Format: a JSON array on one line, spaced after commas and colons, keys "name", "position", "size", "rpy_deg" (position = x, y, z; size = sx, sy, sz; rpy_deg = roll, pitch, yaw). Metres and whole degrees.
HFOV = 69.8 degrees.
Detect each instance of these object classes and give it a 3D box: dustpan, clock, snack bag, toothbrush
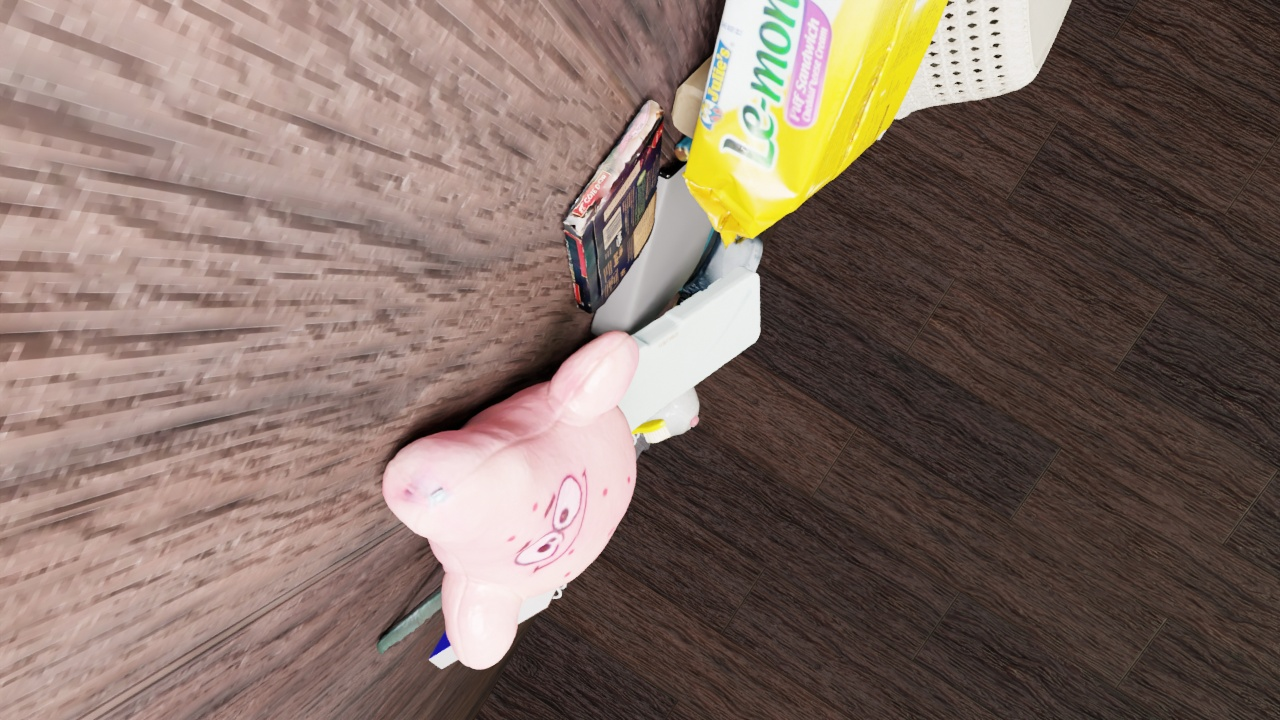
[{"name": "dustpan", "position": [0.010, -0.068, 0.710], "size": [0.162, 0.033, 0.258], "rpy_deg": [-51, 163, -48]}, {"name": "clock", "position": [0.071, -0.086, 0.924], "size": [0.130, 0.052, 0.090], "rpy_deg": [-54, -162, 27]}, {"name": "snack bag", "position": [-0.013, -0.074, 0.497], "size": [0.074, 0.018, 0.155], "rpy_deg": [-57, 175, -11]}, {"name": "snack bag", "position": [0.105, -0.182, 0.445], "size": [0.159, 0.068, 0.248], "rpy_deg": [-44, 159, -39]}, {"name": "toothbrush", "position": [-0.037, 0.067, 0.700], "size": [0.136, 0.016, 0.021], "rpy_deg": [-17, -153, 28]}]

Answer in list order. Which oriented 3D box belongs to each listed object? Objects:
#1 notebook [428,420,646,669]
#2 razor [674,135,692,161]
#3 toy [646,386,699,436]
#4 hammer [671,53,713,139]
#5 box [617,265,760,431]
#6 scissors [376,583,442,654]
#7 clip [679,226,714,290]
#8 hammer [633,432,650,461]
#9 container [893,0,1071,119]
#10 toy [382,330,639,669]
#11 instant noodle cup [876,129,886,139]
[{"name": "notebook", "position": [-0.077, 0.134, 0.736], "size": [0.172, 0.022, 0.208], "rpy_deg": [-40, -165, 41]}, {"name": "razor", "position": [0.063, -0.174, 0.612], "size": [0.143, 0.022, 0.042], "rpy_deg": [-54, 172, -35]}, {"name": "toy", "position": [0.016, 0.028, 0.913], "size": [0.131, 0.105, 0.205], "rpy_deg": [-61, 177, -4]}, {"name": "hammer", "position": [0.116, -0.246, 0.563], "size": [0.322, 0.051, 0.117], "rpy_deg": [-53, 170, -26]}, {"name": "box", "position": [-0.001, 0.007, 0.677], "size": [0.197, 0.075, 0.126], "rpy_deg": [-34, -172, -30]}, {"name": "scissors", "position": [-0.110, 0.138, 0.684], "size": [0.201, 0.015, 0.204], "rpy_deg": [-38, 179, -16]}, {"name": "clip", "position": [0.060, -0.127, 0.851], "size": [0.127, 0.028, 0.113], "rpy_deg": [-62, 172, 32]}, {"name": "hammer", "position": [-0.054, 0.120, 0.983], "size": [0.098, 0.052, 0.329], "rpy_deg": [-61, -176, -11]}, {"name": "container", "position": [0.278, -0.328, 0.784], "size": [0.245, 0.143, 0.185], "rpy_deg": [-55, 137, -34]}, {"name": "toy", "position": [-0.062, 0.066, 0.480], "size": [0.192, 0.097, 0.236], "rpy_deg": [-65, 166, -1]}, {"name": "instant noodle cup", "position": [0.207, -0.274, 0.898], "size": [0.098, 0.108, 0.099], "rpy_deg": [-57, 174, -10]}]
